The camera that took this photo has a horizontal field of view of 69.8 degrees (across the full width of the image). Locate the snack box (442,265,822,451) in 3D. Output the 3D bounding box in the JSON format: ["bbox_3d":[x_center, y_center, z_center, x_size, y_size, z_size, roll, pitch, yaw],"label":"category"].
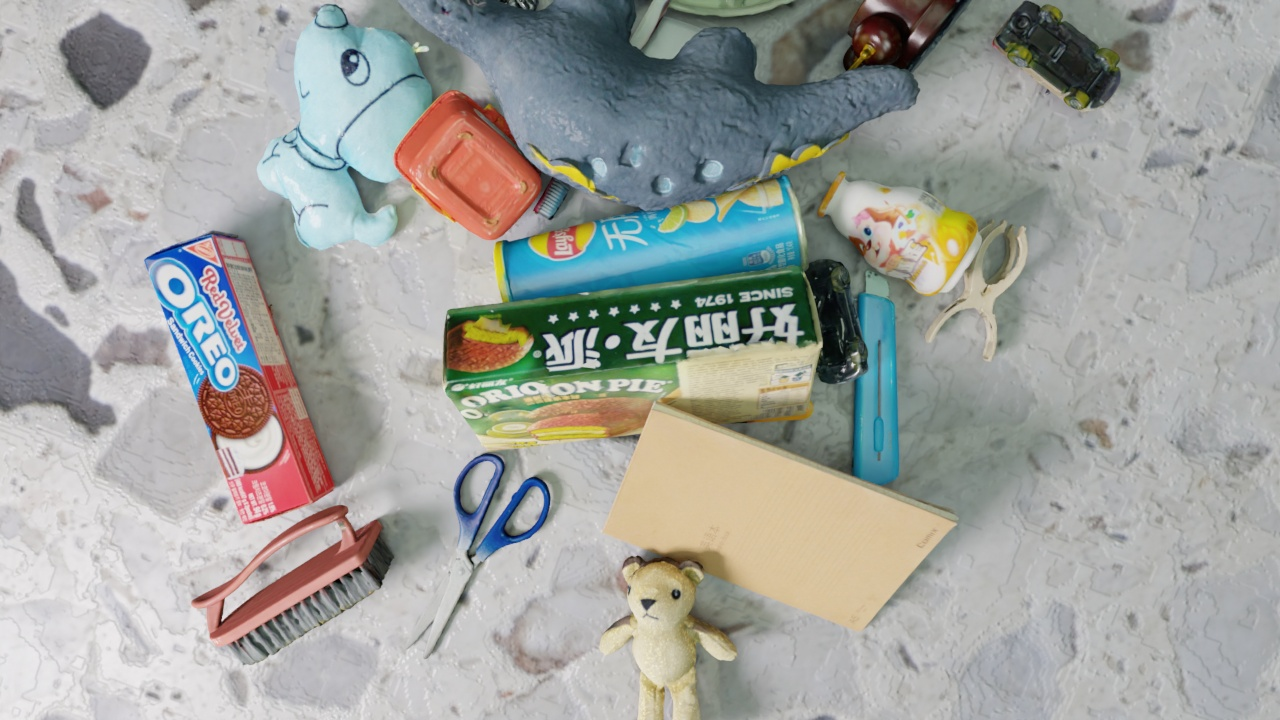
[{"bbox_3d":[-0.004,0.004,0.626,0.240,0.114,0.063,-7,64,3],"label":"snack box"}]

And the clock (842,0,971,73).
[{"bbox_3d":[0.177,-0.229,0.625,0.055,0.082,0.122,41,94,4],"label":"clock"}]

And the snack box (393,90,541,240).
[{"bbox_3d":[-0.115,-0.132,0.633,0.091,0.080,0.082,40,95,-25],"label":"snack box"}]

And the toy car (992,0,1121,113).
[{"bbox_3d":[0.292,-0.211,0.643,0.090,0.035,0.042,36,96,-1],"label":"toy car"}]

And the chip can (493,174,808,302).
[{"bbox_3d":[0.007,-0.073,0.647,0.210,0.071,0.071,-13,93,3],"label":"chip can"}]

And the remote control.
[{"bbox_3d":[0.013,-0.177,0.665,0.056,0.020,0.136,19,94,0],"label":"remote control"}]

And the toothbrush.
[{"bbox_3d":[-0.025,-0.183,0.657,0.017,0.016,0.188,31,104,-8],"label":"toothbrush"}]

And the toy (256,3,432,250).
[{"bbox_3d":[-0.208,-0.168,0.662,0.156,0.049,0.161,-30,103,2],"label":"toy"}]

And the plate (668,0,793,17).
[{"bbox_3d":[0.060,-0.357,0.647,0.230,0.027,0.230,0,95,2],"label":"plate"}]

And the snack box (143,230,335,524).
[{"bbox_3d":[-0.292,0.012,0.675,0.057,0.058,0.207,-19,93,1],"label":"snack box"}]

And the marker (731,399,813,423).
[{"bbox_3d":[0.066,0.038,0.682,0.124,0.015,0.018,-4,92,5],"label":"marker"}]

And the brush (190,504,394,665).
[{"bbox_3d":[-0.261,0.166,0.681,0.146,0.063,0.069,-32,104,6],"label":"brush"}]

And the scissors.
[{"bbox_3d":[-0.123,0.157,0.700,0.126,0.012,0.173,2,95,3],"label":"scissors"}]

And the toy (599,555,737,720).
[{"bbox_3d":[0.016,0.223,0.671,0.105,0.066,0.157,-3,87,20],"label":"toy"}]

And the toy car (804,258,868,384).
[{"bbox_3d":[0.139,-0.028,0.661,0.043,0.034,0.090,-18,83,41],"label":"toy car"}]

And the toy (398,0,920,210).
[{"bbox_3d":[-0.007,-0.174,0.601,0.356,0.091,0.138,17,103,1],"label":"toy"}]

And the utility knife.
[{"bbox_3d":[0.172,0.014,0.674,0.034,0.018,0.161,-1,93,3],"label":"utility knife"}]

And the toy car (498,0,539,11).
[{"bbox_3d":[-0.118,-0.281,0.658,0.049,0.031,0.105,-39,93,4],"label":"toy car"}]

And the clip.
[{"bbox_3d":[0.247,-0.052,0.659,0.070,0.034,0.100,20,99,0],"label":"clip"}]

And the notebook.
[{"bbox_3d":[0.088,0.116,0.646,0.211,0.012,0.150,21,133,1],"label":"notebook"}]

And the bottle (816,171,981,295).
[{"bbox_3d":[0.179,-0.092,0.644,0.108,0.063,0.063,30,95,8],"label":"bottle"}]
